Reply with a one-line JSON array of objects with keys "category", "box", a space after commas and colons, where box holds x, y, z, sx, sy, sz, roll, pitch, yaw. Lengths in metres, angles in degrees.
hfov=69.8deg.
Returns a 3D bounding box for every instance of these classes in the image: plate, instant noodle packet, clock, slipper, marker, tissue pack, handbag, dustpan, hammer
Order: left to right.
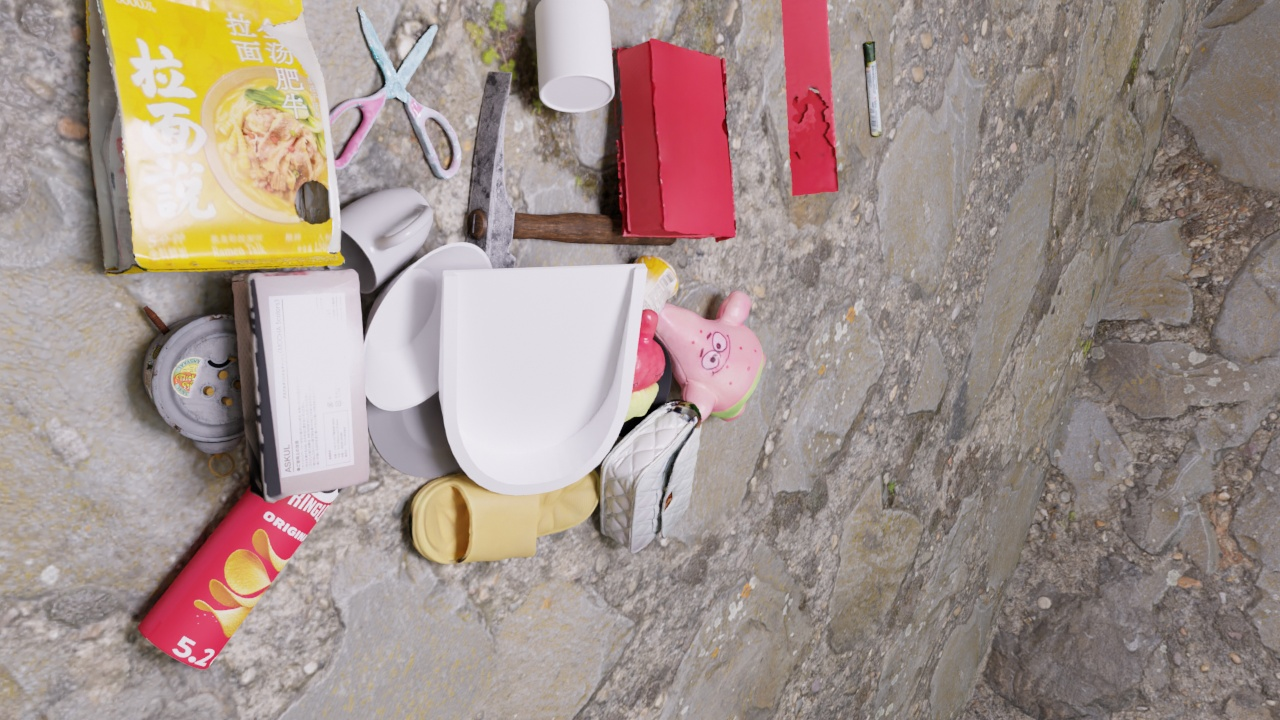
[{"category": "clock", "box": [-0.349, 0.025, 0.751, 0.103, 0.056, 0.148, -15, 112, -45]}, {"category": "instant noodle packet", "box": [-0.323, -0.178, 0.700, 0.162, 0.084, 0.222, -12, 105, -47]}, {"category": "tissue pack", "box": [-0.276, 0.017, 0.756, 0.103, 0.071, 0.181, -9, 97, -43]}, {"category": "plate", "box": [-0.209, -0.038, 0.858, 0.173, 0.036, 0.174, -49, 157, -29]}, {"category": "plate", "box": [-0.201, 0.037, 0.950, 0.178, 0.012, 0.178, -19, 117, -43]}, {"category": "slipper", "box": [-0.133, 0.172, 1.024, 0.262, 0.078, 0.099, -7, 110, -47]}, {"category": "dustpan", "box": [-0.100, 0.028, 0.912, 0.191, 0.053, 0.258, -4, 132, -19]}, {"category": "hammer", "box": [-0.060, -0.183, 1.009, 0.299, 0.037, 0.218, -6, 108, -47]}, {"category": "handbag", "box": [0.019, 0.151, 1.140, 0.138, 0.072, 0.195, -41, 152, -30]}, {"category": "marker", "box": [0.352, -0.410, 1.391, 0.017, 0.017, 0.147, -38, 129, -33]}]

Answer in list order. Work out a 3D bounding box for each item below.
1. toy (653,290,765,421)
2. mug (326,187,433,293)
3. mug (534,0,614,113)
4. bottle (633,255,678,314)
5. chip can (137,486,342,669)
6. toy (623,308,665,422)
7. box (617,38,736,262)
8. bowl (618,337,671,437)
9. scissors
[{"category": "toy", "box": [0.089, -0.009, 1.193, 0.236, 0.097, 0.191, 37, 67, -40]}, {"category": "mug", "box": [-0.218, -0.115, 0.806, 0.089, 0.107, 0.071, -49, 120, -36]}, {"category": "mug", "box": [-0.065, -0.300, 0.923, 0.110, 0.074, 0.090, 86, 0, -78]}, {"category": "bottle", "box": [-0.004, -0.073, 1.086, 0.108, 0.063, 0.063, -51, 135, -23]}, {"category": "chip can", "box": [-0.334, 0.155, 0.803, 0.220, 0.069, 0.069, -56, 136, -17]}, {"category": "toy", "box": [-0.006, 0.006, 1.043, 0.091, 0.045, 0.135, -17, 122, -45]}, {"category": "box", "box": [0.016, -0.244, 1.153, 0.148, 0.375, 0.213, -5, 92, -13]}, {"category": "bowl", "box": [-0.023, 0.026, 1.109, 0.123, 0.053, 0.124, -19, 117, -43]}, {"category": "scissors", "box": [-0.218, -0.228, 0.838, 0.175, 0.013, 0.170, 42, 69, -45]}]
